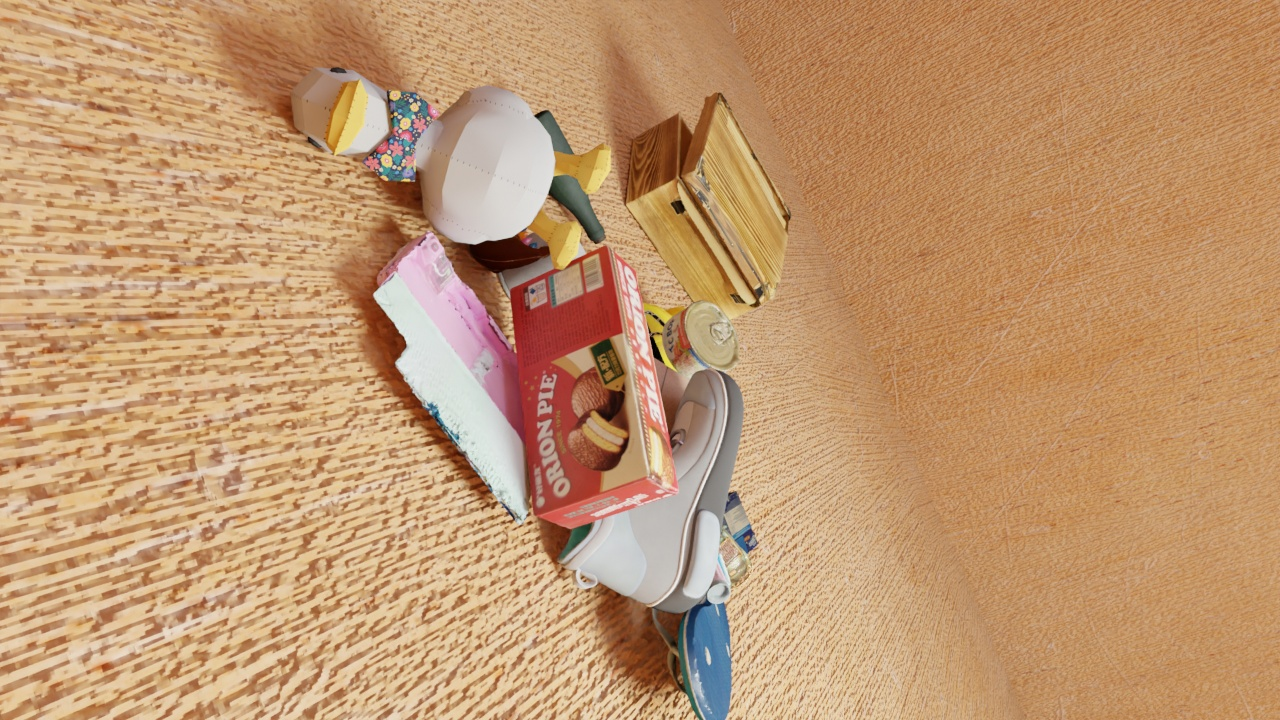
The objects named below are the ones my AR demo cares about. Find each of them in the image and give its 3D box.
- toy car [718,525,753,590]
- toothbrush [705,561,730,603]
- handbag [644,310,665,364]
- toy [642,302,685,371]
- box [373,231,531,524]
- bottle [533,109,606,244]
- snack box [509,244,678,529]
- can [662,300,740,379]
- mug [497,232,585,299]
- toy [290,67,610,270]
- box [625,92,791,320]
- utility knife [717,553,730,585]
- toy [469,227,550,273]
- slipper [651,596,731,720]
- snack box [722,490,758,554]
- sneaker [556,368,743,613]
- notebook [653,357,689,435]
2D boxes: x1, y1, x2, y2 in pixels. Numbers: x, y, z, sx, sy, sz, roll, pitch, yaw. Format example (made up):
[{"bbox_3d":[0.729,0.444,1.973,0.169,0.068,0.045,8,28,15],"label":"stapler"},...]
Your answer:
[{"bbox_3d":[0.093,0.222,1.085,0.112,0.047,0.047,50,-15,-3],"label":"toy car"},{"bbox_3d":[0.057,0.191,1.025,0.222,0.027,0.026,-115,-179,-63],"label":"toothbrush"},{"bbox_3d":[-0.006,0.006,1.025,0.125,0.115,0.153,-17,87,-67],"label":"handbag"},{"bbox_3d":[0.036,-0.014,1.181,0.193,0.088,0.134,-6,77,-69],"label":"toy"},{"bbox_3d":[-0.150,0.017,0.787,0.230,0.035,0.159,57,23,-23],"label":"box"},{"bbox_3d":[-0.092,-0.221,1.139,0.174,0.055,0.055,59,23,-21],"label":"bottle"},{"bbox_3d":[-0.047,0.022,0.827,0.060,0.113,0.236,37,36,-54],"label":"snack box"},{"bbox_3d":[0.068,-0.020,1.030,0.086,0.043,0.086,23,52,-34],"label":"can"},{"bbox_3d":[-0.094,-0.093,0.983,0.113,0.071,0.084,23,48,-58],"label":"mug"},{"bbox_3d":[-0.168,-0.182,0.811,0.267,0.141,0.246,19,10,-18],"label":"toy"},{"bbox_3d":[0.119,-0.240,1.495,0.279,0.176,0.246,54,27,-33],"label":"box"},{"bbox_3d":[0.071,0.182,1.063,0.022,0.015,0.168,38,32,-66],"label":"utility knife"},{"bbox_3d":[-0.120,-0.130,0.915,0.090,0.103,0.071,-65,150,-33],"label":"toy"},{"bbox_3d":[0.056,0.297,0.952,0.294,0.060,0.118,-14,86,-81],"label":"slipper"},{"bbox_3d":[0.107,0.221,1.183,0.150,0.027,0.082,-4,73,-66],"label":"snack box"},{"bbox_3d":[0.006,0.105,0.894,0.160,0.093,0.256,22,62,-20],"label":"sneaker"},{"bbox_3d":[0.013,0.068,0.969,0.209,0.008,0.141,31,57,-25],"label":"notebook"}]
